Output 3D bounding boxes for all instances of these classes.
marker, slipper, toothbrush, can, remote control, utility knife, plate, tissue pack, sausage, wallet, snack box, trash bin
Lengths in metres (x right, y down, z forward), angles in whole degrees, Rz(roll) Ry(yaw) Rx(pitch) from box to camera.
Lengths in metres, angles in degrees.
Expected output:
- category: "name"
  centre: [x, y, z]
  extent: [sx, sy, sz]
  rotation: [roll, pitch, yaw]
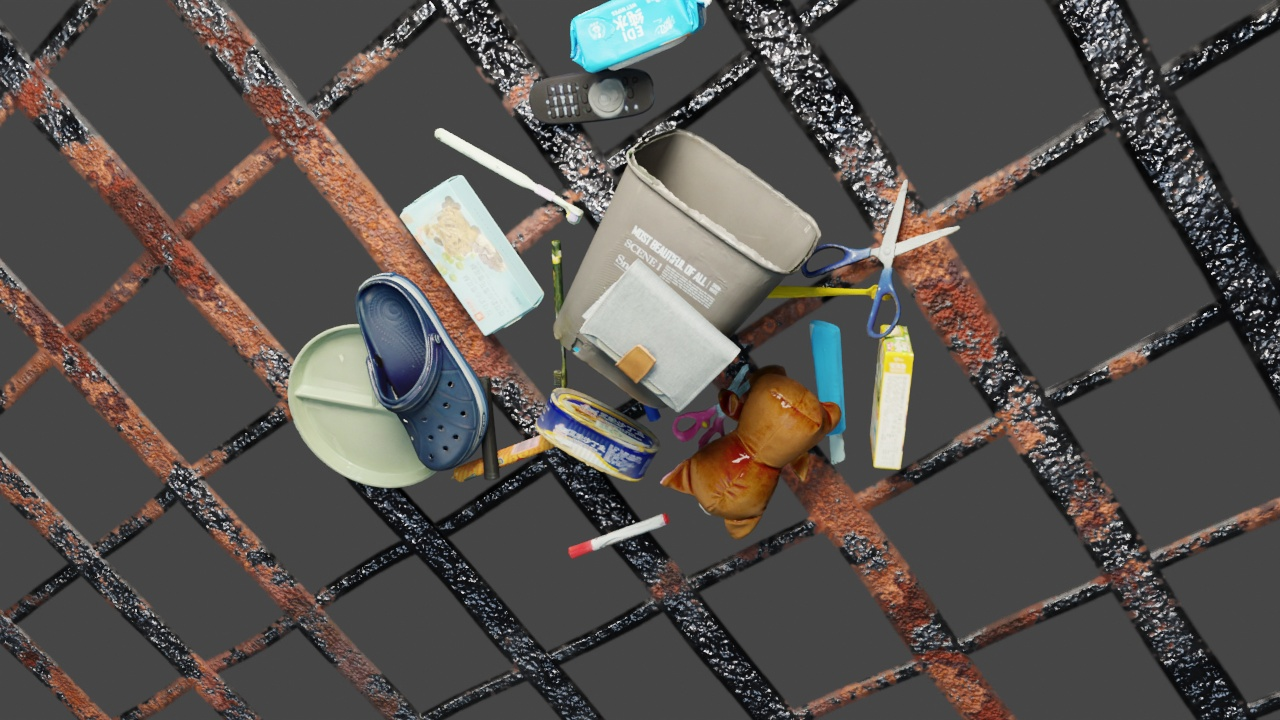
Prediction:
- category: "marker"
  centre: [-0.007, 0.006, 1.098]
  extent: [0.017, 0.016, 0.146]
  rotation: [-15, 109, 16]
- category: "marker"
  centre: [-0.029, 0.229, 1.195]
  extent: [0.145, 0.017, 0.017]
  rotation: [-23, 106, 19]
- category: "slipper"
  centre: [-0.263, 0.018, 1.084]
  extent: [0.105, 0.095, 0.253]
  rotation: [-16, 104, 18]
- category: "toothbrush"
  centre: [-0.149, -0.209, 1.034]
  extent: [0.189, 0.029, 0.020]
  rotation: [31, 72, -2]
- category: "toothbrush"
  centre: [-0.099, -0.053, 1.094]
  extent: [0.017, 0.012, 0.186]
  rotation: [8, 114, 19]
- category: "marker"
  centre: [-0.191, 0.086, 1.150]
  extent: [0.020, 0.022, 0.132]
  rotation: [-6, 101, -19]
- category: "can"
  centre: [-0.051, 0.089, 1.110]
  extent: [0.148, 0.074, 0.049]
  rotation: [28, 112, -2]
- category: "remote control"
  centre: [-0.051, -0.282, 0.981]
  extent: [0.136, 0.024, 0.053]
  rotation: [-3, 110, 11]
- category: "utility knife"
  centre: [0.221, 0.041, 1.068]
  extent: [0.034, 0.018, 0.186]
  rotation: [2, 115, 27]
- category: "plate"
  centre: [-0.340, 0.058, 1.178]
  extent: [0.230, 0.027, 0.230]
  rotation: [4, 113, 10]
- category: "tissue pack"
  centre: [0.001, -0.334, 0.913]
  extent: [0.140, 0.089, 0.063]
  rotation: [-17, 109, 17]
- category: "toothbrush"
  centre: [0.185, -0.076, 1.026]
  extent: [0.190, 0.016, 0.016]
  rotation: [1, 111, 10]
- category: "sausage"
  centre: [-0.175, 0.125, 1.177]
  extent: [0.165, 0.021, 0.021]
  rotation: [-22, 107, 19]
- category: "wallet"
  centre: [0.014, -0.018, 0.876]
  extent: [0.129, 0.036, 0.107]
  rotation: [41, 127, -1]
- category: "snack box"
  centre: [-0.193, -0.120, 1.061]
  extent: [0.074, 0.051, 0.175]
  rotation: [-29, 104, 19]
- category: "trash bin"
  centre: [0.037, -0.089, 0.954]
  extent: [0.199, 0.198, 0.220]
  rotation: [37, 120, 4]
- category: "snack box"
  centre: [0.278, 0.040, 1.019]
  extent: [0.034, 0.086, 0.140]
  rotation: [2, 112, 11]

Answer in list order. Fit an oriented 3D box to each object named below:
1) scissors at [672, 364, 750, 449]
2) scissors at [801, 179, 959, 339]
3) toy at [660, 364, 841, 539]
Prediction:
- category: "scissors"
  centre: [0.105, 0.063, 1.103]
  extent: [0.077, 0.017, 0.138]
  rotation: [45, 109, -8]
- category: "scissors"
  centre: [0.254, -0.107, 0.985]
  extent: [0.162, 0.012, 0.176]
  rotation: [5, 96, 23]
- category: "toy"
  centre: [0.128, 0.103, 1.059]
  extent: [0.140, 0.130, 0.200]
  rotation: [36, 98, 7]
